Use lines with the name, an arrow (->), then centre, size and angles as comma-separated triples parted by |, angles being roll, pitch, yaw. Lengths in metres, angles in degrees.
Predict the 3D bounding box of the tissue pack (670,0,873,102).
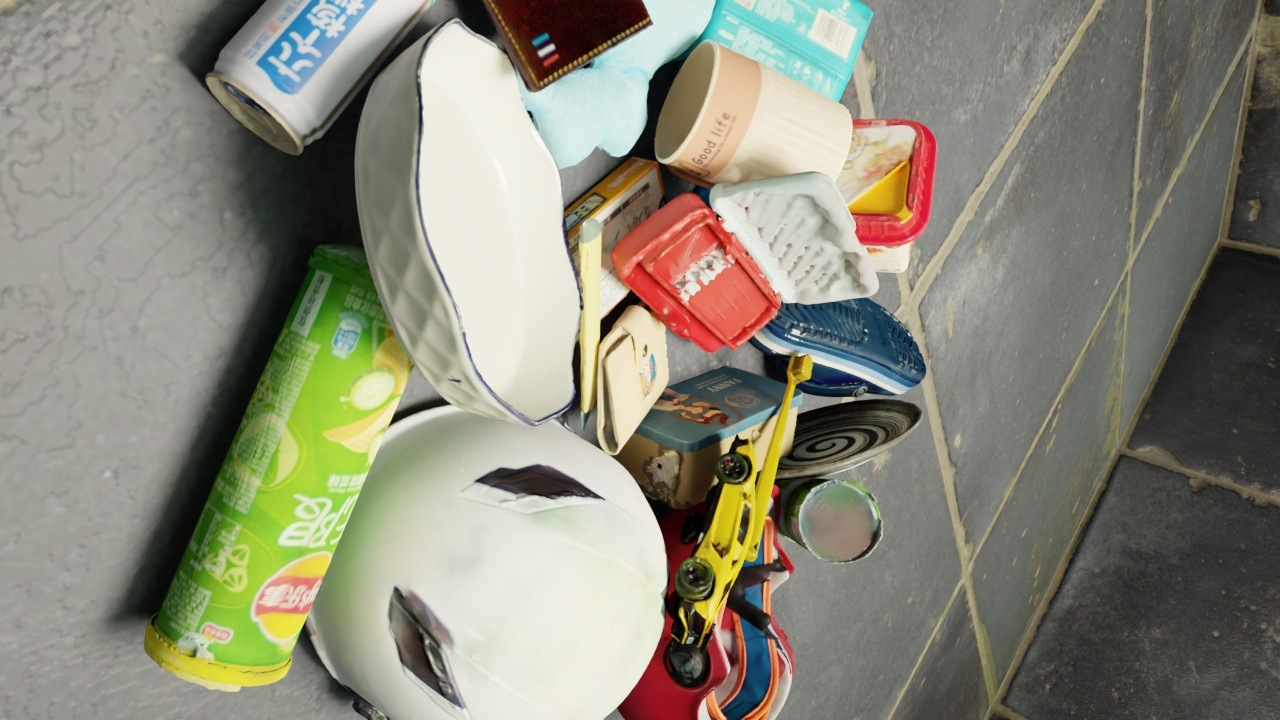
tissue pack -> 0.092, -0.229, 0.650 | 0.133, 0.050, 0.093 | 21, 91, -22

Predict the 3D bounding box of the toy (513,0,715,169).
toy -> -0.012, -0.203, 0.563 | 0.161, 0.050, 0.156 | -20, 124, -36

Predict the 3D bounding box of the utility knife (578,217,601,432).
utility knife -> -0.032, -0.021, 0.606 | 0.030, 0.018, 0.167 | -53, 148, -50

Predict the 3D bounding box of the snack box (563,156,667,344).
snack box -> -0.036, -0.067, 0.622 | 0.153, 0.026, 0.075 | -45, 139, -28

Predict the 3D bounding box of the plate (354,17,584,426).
plate -> -0.082, -0.064, 0.469 | 0.204, 0.046, 0.205 | -9, 89, -78

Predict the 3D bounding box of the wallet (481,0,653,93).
wallet -> -0.053, -0.218, 0.491 | 0.096, 0.020, 0.122 | -39, 112, -28

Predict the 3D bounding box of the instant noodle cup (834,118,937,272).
instant noodle cup -> 0.199, -0.138, 0.812 | 0.124, 0.117, 0.116 | 45, 53, -64

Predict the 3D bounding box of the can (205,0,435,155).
can -> -0.136, -0.161, 0.422 | 0.134, 0.053, 0.053 | -57, 142, -16

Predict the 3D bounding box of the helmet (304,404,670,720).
helmet -> -0.073, 0.151, 0.583 | 0.228, 0.146, 0.259 | -56, 142, -17

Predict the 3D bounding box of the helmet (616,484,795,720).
helmet -> 0.043, 0.215, 0.768 | 0.206, 0.144, 0.240 | -30, 120, -64

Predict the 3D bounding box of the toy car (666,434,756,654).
toy car -> 0.055, 0.123, 0.636 | 0.071, 0.041, 0.155 | 98, 12, -59

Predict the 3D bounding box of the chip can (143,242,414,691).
chip can -> -0.172, 0.049, 0.467 | 0.072, 0.073, 0.221 | 25, 88, -54

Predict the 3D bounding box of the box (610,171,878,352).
box -> 0.080, -0.067, 0.656 | 0.201, 0.161, 0.058 | 35, 36, -62

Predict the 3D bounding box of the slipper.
slipper -> 0.171, -0.020, 0.861 | 0.252, 0.105, 0.095 | 17, 135, -41

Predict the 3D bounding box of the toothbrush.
toothbrush -> 0.108, 0.069, 0.713 | 0.015, 0.017, 0.189 | 43, 50, -28

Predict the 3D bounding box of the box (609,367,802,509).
box -> 0.059, 0.057, 0.755 | 0.183, 0.090, 0.062 | -22, 123, -48

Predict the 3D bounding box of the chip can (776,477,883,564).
chip can -> 0.165, 0.143, 0.854 | 0.236, 0.072, 0.072 | 70, 45, -83

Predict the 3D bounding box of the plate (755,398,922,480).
plate -> 0.166, 0.076, 0.831 | 0.179, 0.180, 0.024 | -25, 102, -43

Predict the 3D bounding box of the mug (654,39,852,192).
mug -> 0.068, -0.148, 0.622 | 0.106, 0.115, 0.081 | 17, 68, -20

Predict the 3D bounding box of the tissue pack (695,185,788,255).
tissue pack -> 0.097, -0.141, 0.731 | 0.095, 0.052, 0.157 | 28, 85, -54

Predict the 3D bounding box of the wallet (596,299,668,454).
wallet -> -0.004, 0.004, 0.669 | 0.114, 0.024, 0.087 | -48, 137, -58
